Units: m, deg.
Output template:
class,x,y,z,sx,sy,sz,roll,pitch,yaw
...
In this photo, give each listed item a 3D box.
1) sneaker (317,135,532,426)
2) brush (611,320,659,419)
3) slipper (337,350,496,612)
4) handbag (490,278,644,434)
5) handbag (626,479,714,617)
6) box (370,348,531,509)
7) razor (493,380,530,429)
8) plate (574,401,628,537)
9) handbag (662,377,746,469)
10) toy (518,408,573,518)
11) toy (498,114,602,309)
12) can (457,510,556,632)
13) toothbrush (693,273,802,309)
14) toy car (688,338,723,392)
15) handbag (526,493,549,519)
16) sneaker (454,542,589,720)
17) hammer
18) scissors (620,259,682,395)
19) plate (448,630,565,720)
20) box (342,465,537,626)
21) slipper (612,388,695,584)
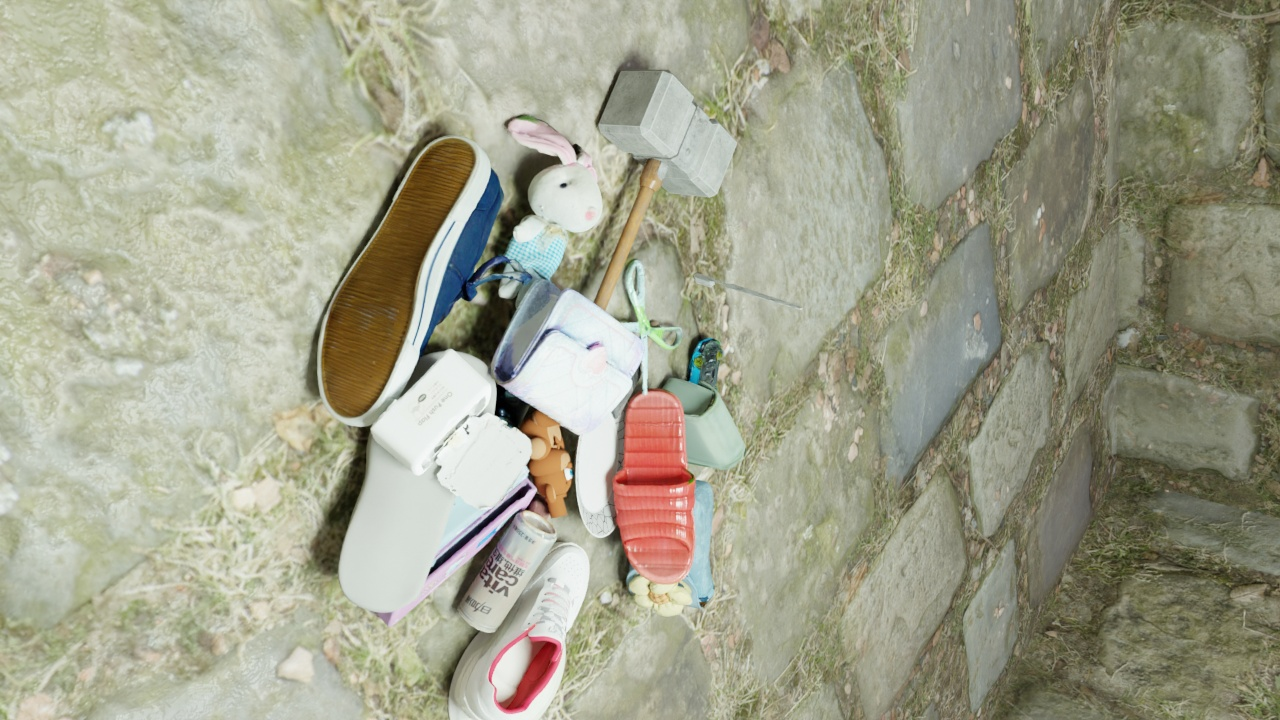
class,x,y,z,sx,sy,sz,roll,pitch,yaw
sneaker,-0.204,-0.063,0.894,0.294,0.121,0.127,-68,156,-15
brush,-0.007,0.007,1.172,0.150,0.012,0.039,-61,146,-34
slipper,-0.228,0.120,0.932,0.113,0.081,0.265,17,75,-10
handbag,-0.074,0.002,0.984,0.158,0.069,0.126,37,77,-50
handbag,0.038,0.253,1.234,0.118,0.122,0.192,-37,133,-59
box,-0.166,0.077,0.862,0.109,0.134,0.107,-46,177,-18
razor,-0.145,0.046,1.005,0.053,0.064,0.140,25,64,-15
plate,-0.048,0.124,1.145,0.188,0.016,0.188,3,90,-69
handbag,0.079,0.086,1.247,0.067,0.106,0.122,-54,136,-27
toy,-0.101,0.116,1.058,0.095,0.065,0.127,46,29,-84
toy,-0.096,-0.150,0.976,0.131,0.106,0.205,24,82,-46
can,-0.151,0.239,1.044,0.054,0.054,0.136,26,100,-49
toothbrush,0.139,-0.087,1.200,0.010,0.182,0.010,-40,132,-28
toy car,0.087,0.019,1.290,0.048,0.032,0.105,-19,121,-45
handbag,-0.139,0.219,1.091,0.029,0.055,0.119,23,90,-9
sneaker,-0.113,0.311,1.067,0.090,0.105,0.235,48,54,-14
hammer,-0.009,-0.162,1.085,0.162,0.083,0.317,30,79,-49
scissors,0.003,-0.042,1.164,0.171,0.021,0.172,0,91,-57
plate,-0.153,0.395,1.134,0.181,0.034,0.182,-18,115,-44
box,-0.219,0.177,0.997,0.213,0.091,0.093,-40,169,-35
slipper,0.018,0.158,1.153,0.059,0.103,0.248,39,48,-81
